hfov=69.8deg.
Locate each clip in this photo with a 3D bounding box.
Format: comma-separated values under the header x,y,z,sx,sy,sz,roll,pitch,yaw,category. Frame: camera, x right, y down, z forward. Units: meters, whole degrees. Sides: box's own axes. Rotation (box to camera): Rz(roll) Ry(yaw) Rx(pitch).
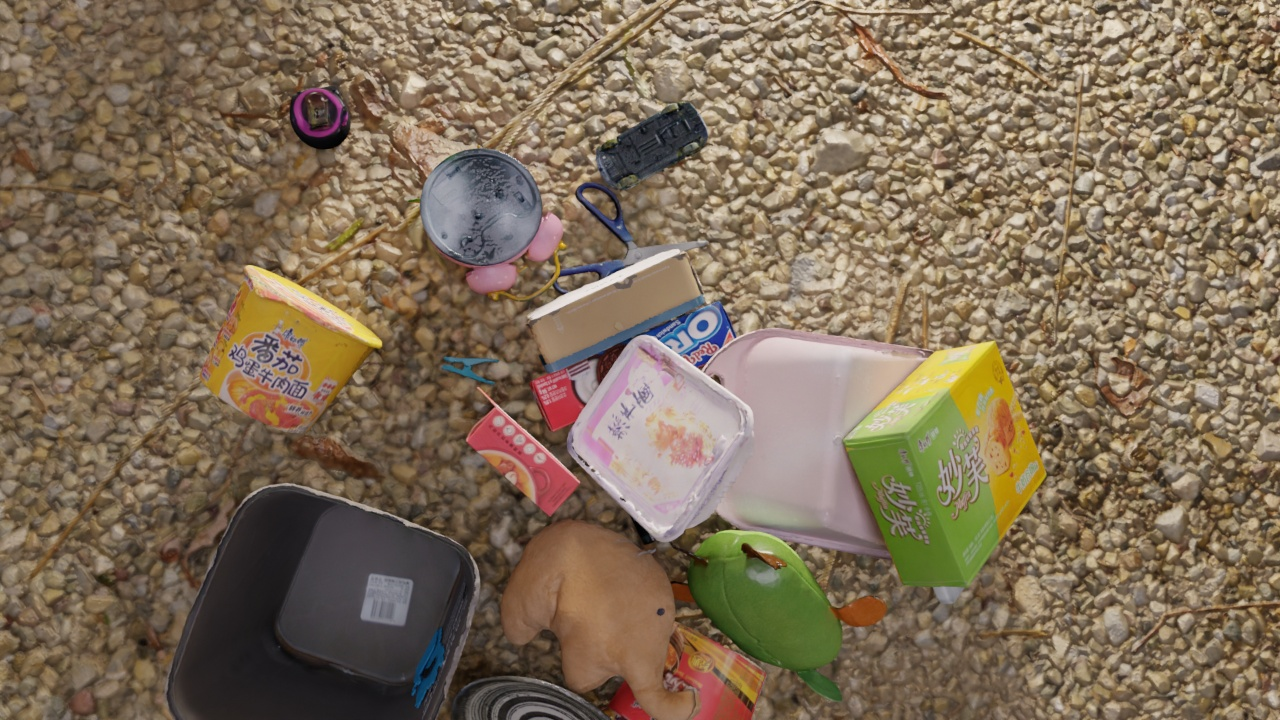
x,y,z,sx,sy,sz,roll,pitch,yaw,category
-0.170,0.008,0.916,0.055,0.013,0.038,9,83,-6,clip

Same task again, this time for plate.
x,y,z,sx,sy,sz,roll,pitch,yaw,category
-0.088,0.345,0.842,0.179,0.024,0.180,9,124,14,plate

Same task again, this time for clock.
x,y,z,sx,sy,sz,roll,pitch,yaw,category
-0.144,-0.130,0.909,0.117,0.060,0.158,-40,89,-10,clock

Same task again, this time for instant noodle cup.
x,y,z,sx,sy,sz,roll,pitch,yaw,category
-0.326,-0.006,0.843,0.138,0.138,0.110,33,89,-3,instant noodle cup
0.048,0.316,0.860,0.138,0.138,0.108,31,73,-3,instant noodle cup
0.025,0.072,0.825,0.060,0.173,0.138,30,95,-44,instant noodle cup

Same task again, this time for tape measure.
x,y,z,sx,sy,sz,roll,pitch,yaw,category
-0.317,-0.241,0.908,0.057,0.039,0.058,-13,86,-8,tape measure

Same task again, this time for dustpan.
x,y,z,sx,sy,sz,roll,pitch,yaw,category
0.180,0.076,0.923,0.273,0.139,0.222,19,77,-46,dustpan

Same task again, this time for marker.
x,y,z,sx,sy,sz,roll,pitch,yaw,category
-0.016,0.122,0.922,0.022,0.020,0.132,-24,86,-38,marker

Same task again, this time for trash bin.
x,y,z,sx,sy,sz,roll,pitch,yaw,category
-0.245,0.217,0.783,0.198,0.220,0.199,21,82,-4,trash bin

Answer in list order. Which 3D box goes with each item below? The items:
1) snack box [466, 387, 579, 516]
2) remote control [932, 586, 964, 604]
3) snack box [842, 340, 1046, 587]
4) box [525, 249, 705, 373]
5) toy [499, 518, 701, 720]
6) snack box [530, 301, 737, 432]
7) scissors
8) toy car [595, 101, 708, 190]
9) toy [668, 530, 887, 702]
x,y,z,sx,sy,sz,roll,pitch,yaw,category
-0.119,0.086,0.864,0.127,0.113,0.044,43,82,-1,snack box
0.297,0.179,0.927,0.055,0.020,0.136,-39,112,-39,remote control
0.297,0.094,0.876,0.209,0.070,0.158,-33,103,-42,snack box
-0.033,-0.048,0.893,0.184,0.090,0.059,-26,102,-3,box
-0.029,0.230,0.830,0.226,0.082,0.143,25,87,36,toy
-0.005,0.005,0.914,0.207,0.058,0.057,-23,90,-9,snack box
-0.017,-0.113,0.947,0.175,0.012,0.162,-25,89,-11,scissors
0.012,-0.220,0.950,0.120,0.037,0.054,-28,89,1,toy car
0.115,0.220,0.852,0.247,0.227,0.089,53,50,-36,toy
